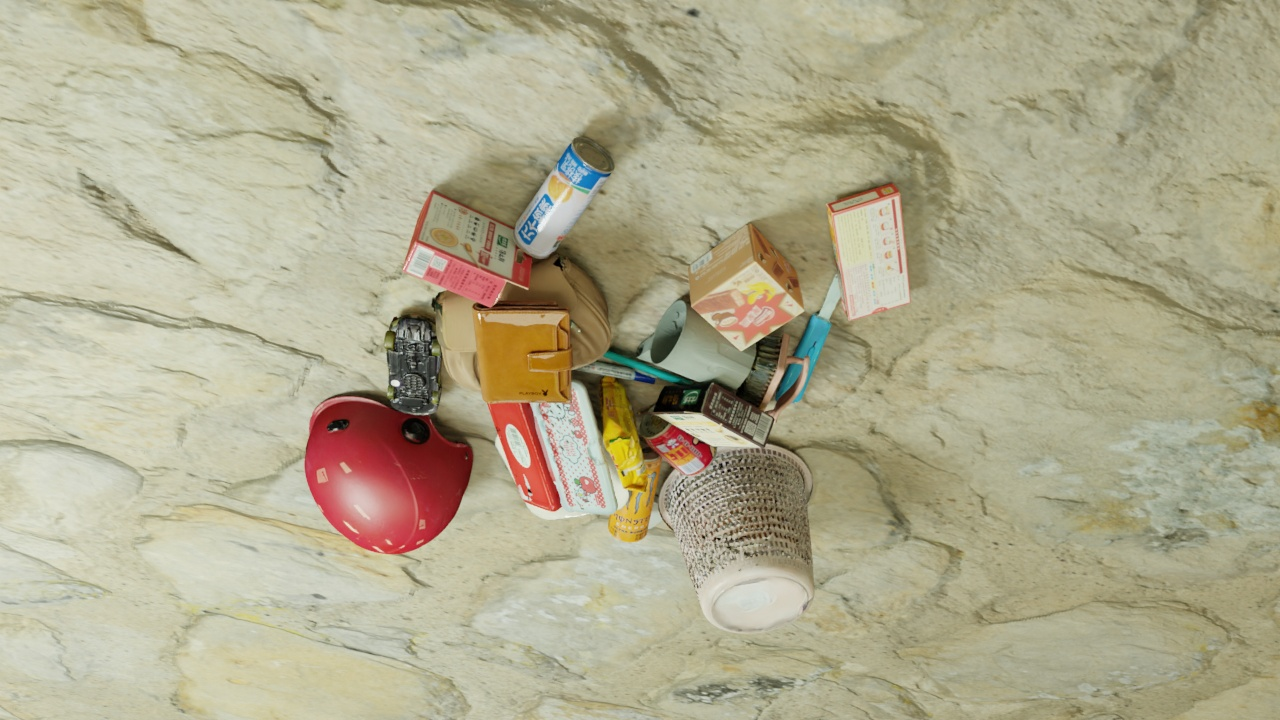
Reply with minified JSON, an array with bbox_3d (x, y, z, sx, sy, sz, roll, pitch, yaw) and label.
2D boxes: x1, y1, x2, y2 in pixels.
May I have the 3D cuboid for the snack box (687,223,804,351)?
[{"bbox_3d":[0.120,-0.083,1.052,0.093,0.076,0.094,-34,123,26],"label":"snack box"}]

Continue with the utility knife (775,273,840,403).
[{"bbox_3d":[0.214,-0.024,1.144,0.034,0.018,0.209,10,129,-7],"label":"utility knife"}]

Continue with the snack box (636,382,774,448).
[{"bbox_3d":[0.080,0.068,1.133,0.125,0.053,0.113,31,162,-26],"label":"snack box"}]

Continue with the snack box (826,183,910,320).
[{"bbox_3d":[0.262,-0.120,1.045,0.077,0.027,0.156,-16,129,4],"label":"snack box"}]

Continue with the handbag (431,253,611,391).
[{"bbox_3d":[-0.140,-0.037,1.079,0.205,0.099,0.148,-17,133,9],"label":"handbag"}]

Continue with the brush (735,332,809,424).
[{"bbox_3d":[0.162,0.033,1.154,0.073,0.063,0.146,15,142,0],"label":"brush"}]

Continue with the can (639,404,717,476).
[{"bbox_3d":[0.050,0.104,1.224,0.067,0.066,0.094,-31,124,25],"label":"can"}]

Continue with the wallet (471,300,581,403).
[{"bbox_3d":[-0.123,-0.008,1.028,0.119,0.035,0.131,2,127,2],"label":"wallet"}]

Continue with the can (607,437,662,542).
[{"bbox_3d":[-0.008,0.182,1.282,0.058,0.058,0.146,7,119,-6],"label":"can"}]

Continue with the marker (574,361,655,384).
[{"bbox_3d":[-0.052,0.010,1.176,0.145,0.016,0.017,11,131,-9],"label":"marker"}]

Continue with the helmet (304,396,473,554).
[{"bbox_3d":[-0.352,0.170,1.239,0.207,0.143,0.240,-34,122,29],"label":"helmet"}]

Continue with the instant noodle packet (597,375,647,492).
[{"bbox_3d":[-0.023,0.097,1.177,0.044,0.128,0.111,-18,130,3],"label":"instant noodle packet"}]

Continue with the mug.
[{"bbox_3d":[0.067,-0.010,1.126,0.103,0.083,0.124,23,154,-20],"label":"mug"}]

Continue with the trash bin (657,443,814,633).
[{"bbox_3d":[0.146,0.255,1.263,0.227,0.191,0.228,-3,132,-4],"label":"trash bin"}]

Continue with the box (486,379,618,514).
[{"bbox_3d":[-0.116,0.110,1.174,0.161,0.049,0.201,5,122,33],"label":"box"}]

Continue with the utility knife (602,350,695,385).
[{"bbox_3d":[-0.007,0.007,1.162,0.178,0.013,0.029,21,170,-6],"label":"utility knife"}]

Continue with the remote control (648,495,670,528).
[{"bbox_3d":[-0.029,0.203,1.342,0.150,0.021,0.058,27,126,-22],"label":"remote control"}]

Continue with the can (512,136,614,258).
[{"bbox_3d":[-0.085,-0.173,0.990,0.053,0.053,0.135,27,126,-21],"label":"can"}]

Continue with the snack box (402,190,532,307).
[{"bbox_3d":[-0.184,-0.117,0.999,0.127,0.113,0.044,23,124,-18],"label":"snack box"}]

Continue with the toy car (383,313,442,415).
[{"bbox_3d":[-0.285,0.008,1.158,0.070,0.042,0.158,8,130,-7],"label":"toy car"}]

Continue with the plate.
[{"bbox_3d":[-0.103,0.142,1.260,0.164,0.034,0.164,-12,116,23],"label":"plate"}]
